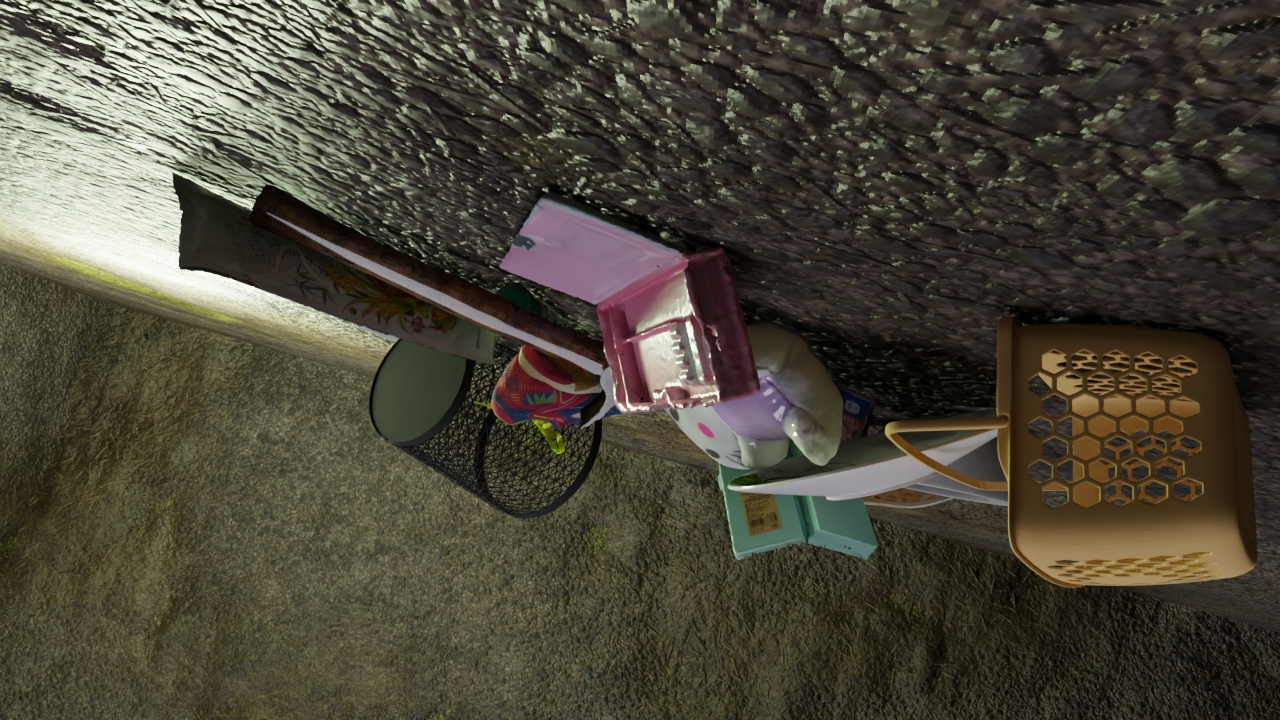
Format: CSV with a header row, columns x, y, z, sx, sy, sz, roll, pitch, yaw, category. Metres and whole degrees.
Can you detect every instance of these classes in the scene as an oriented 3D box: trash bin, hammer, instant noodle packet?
x,y,z,sx,sy,sz,roll,pitch,yaw,category
-0.209,0.071,1.211,0.217,0.216,0.243,9,163,38,trash bin
-0.149,-0.045,0.737,0.330,0.120,0.033,25,-146,-20,hammer
-0.245,-0.072,0.761,0.269,0.057,0.147,23,-160,-40,instant noodle packet

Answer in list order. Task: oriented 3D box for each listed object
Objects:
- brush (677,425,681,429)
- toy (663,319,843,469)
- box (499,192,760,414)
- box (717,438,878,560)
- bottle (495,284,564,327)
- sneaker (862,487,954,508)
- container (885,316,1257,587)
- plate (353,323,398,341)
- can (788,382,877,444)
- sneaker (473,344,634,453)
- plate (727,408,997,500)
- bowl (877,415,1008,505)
x,y,z,sx,sy,sz,roll,pitch,yaw,category
0.102,0.076,1.153,0.077,0.062,0.272,8,175,13,brush
0.078,0.022,0.715,0.137,0.085,0.209,43,166,-4,toy
-0.008,-0.039,0.613,0.172,0.075,0.233,49,166,-8,box
0.142,0.106,0.881,0.138,0.186,0.056,4,129,-9,box
-0.099,-0.035,0.829,0.043,0.042,0.110,14,172,15,bottle
0.232,0.105,0.965,0.236,0.079,0.087,-11,123,22,sneaker
0.242,0.061,0.518,0.167,0.129,0.183,-4,161,36,container
-0.321,-0.035,1.312,0.173,0.019,0.173,16,172,2,plate
0.167,0.053,0.843,0.099,0.059,0.054,23,170,-35,can
-0.075,0.037,0.980,0.116,0.091,0.241,43,-166,26,sneaker
0.180,0.079,0.693,0.229,0.030,0.229,-15,176,-1,plate
0.274,0.086,0.828,0.132,0.064,0.132,12,173,1,bowl
